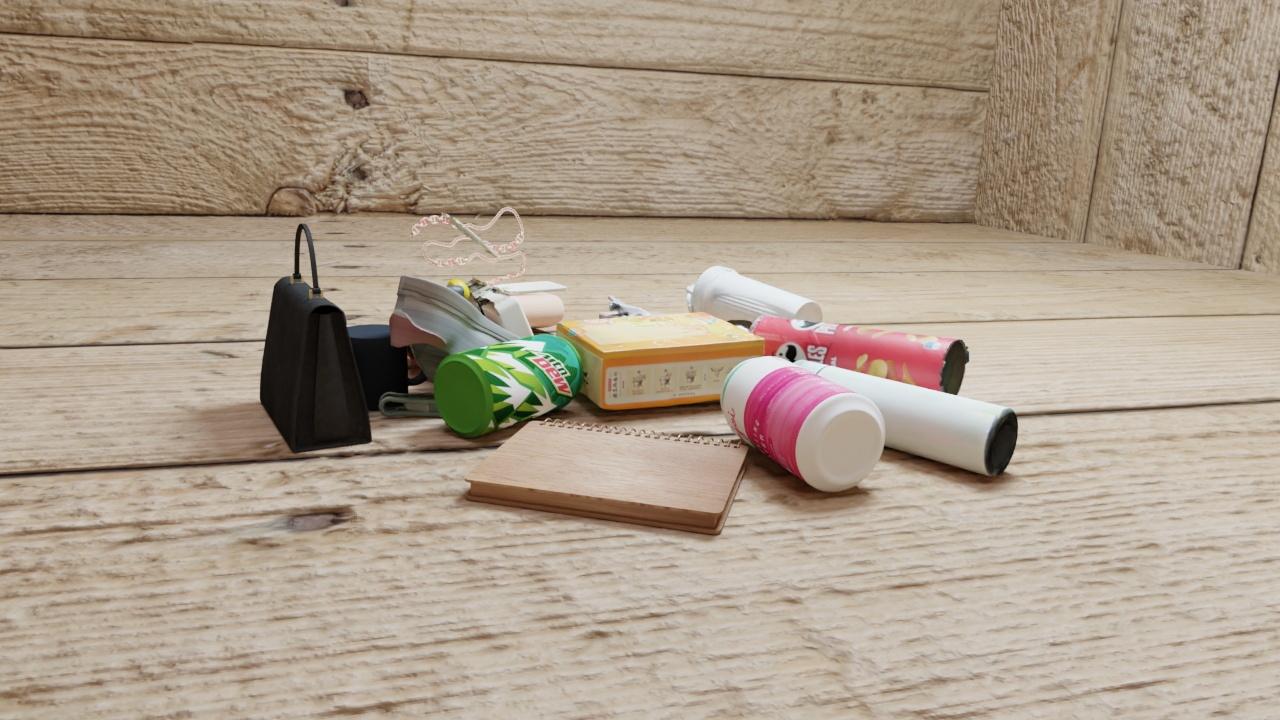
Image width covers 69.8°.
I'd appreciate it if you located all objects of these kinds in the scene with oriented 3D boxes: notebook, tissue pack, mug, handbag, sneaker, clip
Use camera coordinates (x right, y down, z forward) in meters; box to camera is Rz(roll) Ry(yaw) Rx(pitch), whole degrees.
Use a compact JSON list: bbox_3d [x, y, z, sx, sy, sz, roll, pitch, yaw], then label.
[{"bbox_3d":[-0.021,0.093,0.792,0.211,0.022,0.168,6,16,13],"label":"notebook"},{"bbox_3d":[0.002,-0.048,1.228,0.103,0.071,0.181,1,10,-15],"label":"tissue pack"},{"bbox_3d":[-0.273,0.004,0.992,0.104,0.077,0.071,-11,19,-42],"label":"mug"},{"bbox_3d":[-0.209,-0.128,1.302,0.117,0.187,0.198,6,8,44],"label":"handbag"},{"bbox_3d":[-0.192,-0.006,0.995,0.099,0.089,0.236,16,-13,33],"label":"sneaker"},{"bbox_3d":[-0.232,0.046,0.948,0.076,0.023,0.047,1,12,-14],"label":"clip"},{"bbox_3d":[-0.324,-0.035,0.893,0.072,0.196,0.176,-6,17,-30],"label":"handbag"}]

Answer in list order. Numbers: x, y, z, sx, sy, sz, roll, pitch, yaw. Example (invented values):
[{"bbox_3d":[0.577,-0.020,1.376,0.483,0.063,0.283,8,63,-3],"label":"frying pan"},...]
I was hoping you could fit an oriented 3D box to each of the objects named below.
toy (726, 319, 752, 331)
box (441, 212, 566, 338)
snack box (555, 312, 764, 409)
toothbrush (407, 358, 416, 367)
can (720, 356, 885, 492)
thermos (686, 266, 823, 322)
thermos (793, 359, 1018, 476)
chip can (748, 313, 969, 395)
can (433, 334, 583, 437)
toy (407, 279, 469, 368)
[{"bbox_3d":[0.105,-0.027,1.150,0.076,0.062,0.100,-42,39,-7],"label":"toy"},{"bbox_3d":[-0.166,-0.102,1.146,0.101,0.194,0.143,-31,30,-23],"label":"box"},{"bbox_3d":[0.018,0.002,1.034,0.195,0.081,0.145,-5,17,-24],"label":"snack box"},{"bbox_3d":[-0.294,0.002,1.120,0.186,0.017,0.012,-11,11,-44],"label":"toothbrush"},{"bbox_3d":[0.143,0.053,0.838,0.088,0.088,0.166,-4,15,-22],"label":"can"},{"bbox_3d":[0.163,-0.080,1.370,0.099,0.099,0.221,-9,22,-38],"label":"thermos"},{"bbox_3d":[0.246,0.052,0.904,0.067,0.068,0.230,-12,19,-44],"label":"thermos"},{"bbox_3d":[0.231,-0.003,1.001,0.233,0.073,0.073,10,16,39],"label":"chip can"},{"bbox_3d":[-0.130,0.022,0.929,0.083,0.083,0.143,12,17,34],"label":"can"},{"bbox_3d":[-0.235,-0.026,1.099,0.099,0.098,0.119,-18,43,-15],"label":"toy"}]
